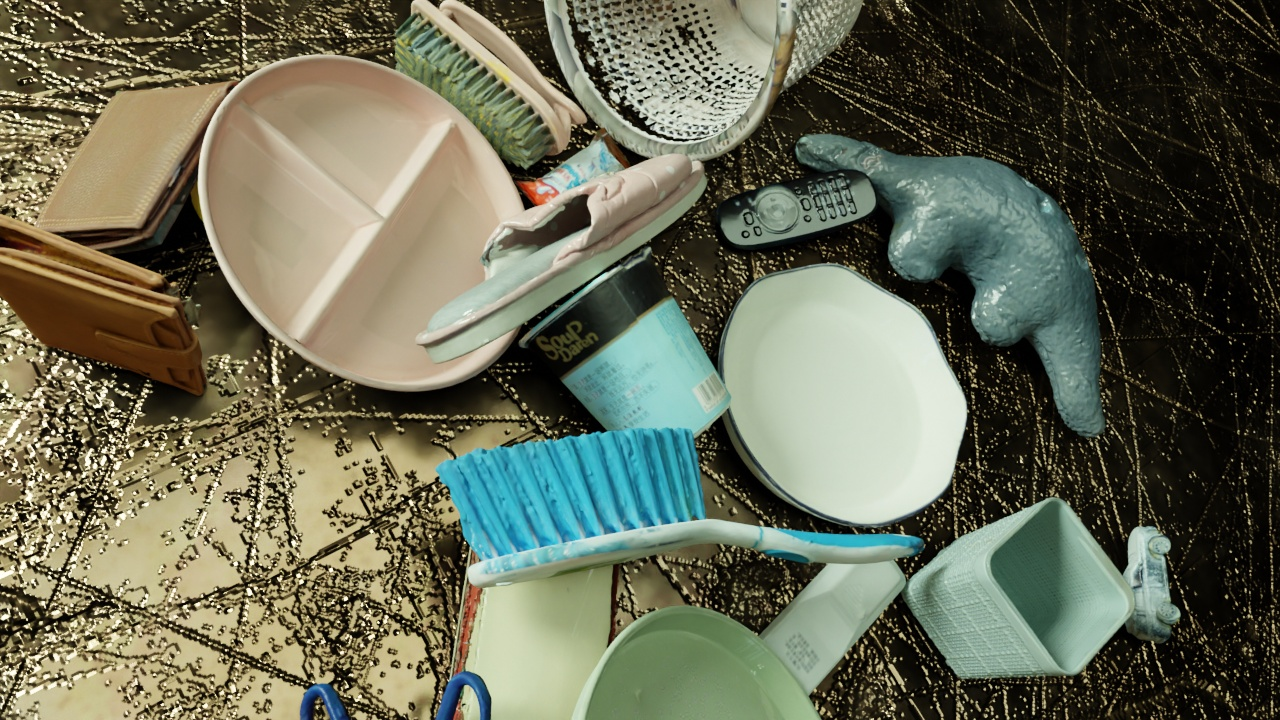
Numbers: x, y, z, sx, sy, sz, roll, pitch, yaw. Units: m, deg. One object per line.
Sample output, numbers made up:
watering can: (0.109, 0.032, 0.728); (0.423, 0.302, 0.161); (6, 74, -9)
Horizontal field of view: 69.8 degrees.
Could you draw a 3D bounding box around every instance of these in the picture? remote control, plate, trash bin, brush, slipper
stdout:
remote control: (0.135, 0.174, 0.638); (0.124, 0.024, 0.049); (-37, 86, -28)
plate: (0.147, 0.027, 0.693); (0.204, 0.046, 0.204); (7, 67, -17)
plate: (-0.169, -0.087, 0.594); (0.229, 0.028, 0.229); (19, 60, -37)
trash bin: (0.069, -0.290, 0.719); (0.191, 0.228, 0.227); (-33, 82, -41)
brush: (-0.111, -0.206, 0.683); (0.145, 0.063, 0.072); (38, 65, 1)
remote control: (0.127, -0.122, 0.753); (0.136, 0.024, 0.053); (-14, 78, -7)
plate: (0.044, 0.253, 0.512); (0.230, 0.028, 0.229); (31, 42, -33)
slipper: (-0.048, -0.084, 0.612); (0.273, 0.114, 0.054); (-42, 110, -41)
brush: (0.038, 0.092, 0.558); (0.313, 0.061, 0.109); (-5, 69, -28)

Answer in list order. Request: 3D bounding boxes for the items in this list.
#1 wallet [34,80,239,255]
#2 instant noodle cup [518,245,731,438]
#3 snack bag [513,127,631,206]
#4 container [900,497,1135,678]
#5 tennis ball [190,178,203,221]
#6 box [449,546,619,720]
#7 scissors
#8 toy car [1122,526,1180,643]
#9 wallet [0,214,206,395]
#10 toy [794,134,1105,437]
wallet: (-0.306, -0.120, 0.565); (0.101, 0.032, 0.124); (1, 61, 26)
instant noodle cup: (-0.004, 0.004, 0.621); (0.111, 0.111, 0.120); (-38, 93, -29)
snack bag: (-0.049, -0.140, 0.704); (0.104, 0.026, 0.048); (-37, 92, -29)
container: (0.254, 0.163, 0.636); (0.089, 0.112, 0.090); (-30, 80, -27)
tennis ball: (-0.254, -0.108, 0.591); (0.065, 0.066, 0.065); (8, 66, -17)
box: (-0.064, 0.169, 0.536); (0.091, 0.077, 0.168); (12, 64, -16)
scissors: (-0.128, 0.234, 0.483); (0.162, 0.012, 0.176); (30, 97, 25)
toy car: (0.400, 0.176, 0.727); (0.034, 0.043, 0.090); (0, 69, 16)
wallet: (-0.295, -0.025, 0.503); (0.108, 0.132, 0.031); (21, 66, -12)
toy: (0.291, -0.096, 0.783); (0.356, 0.091, 0.138); (43, 88, 2)
